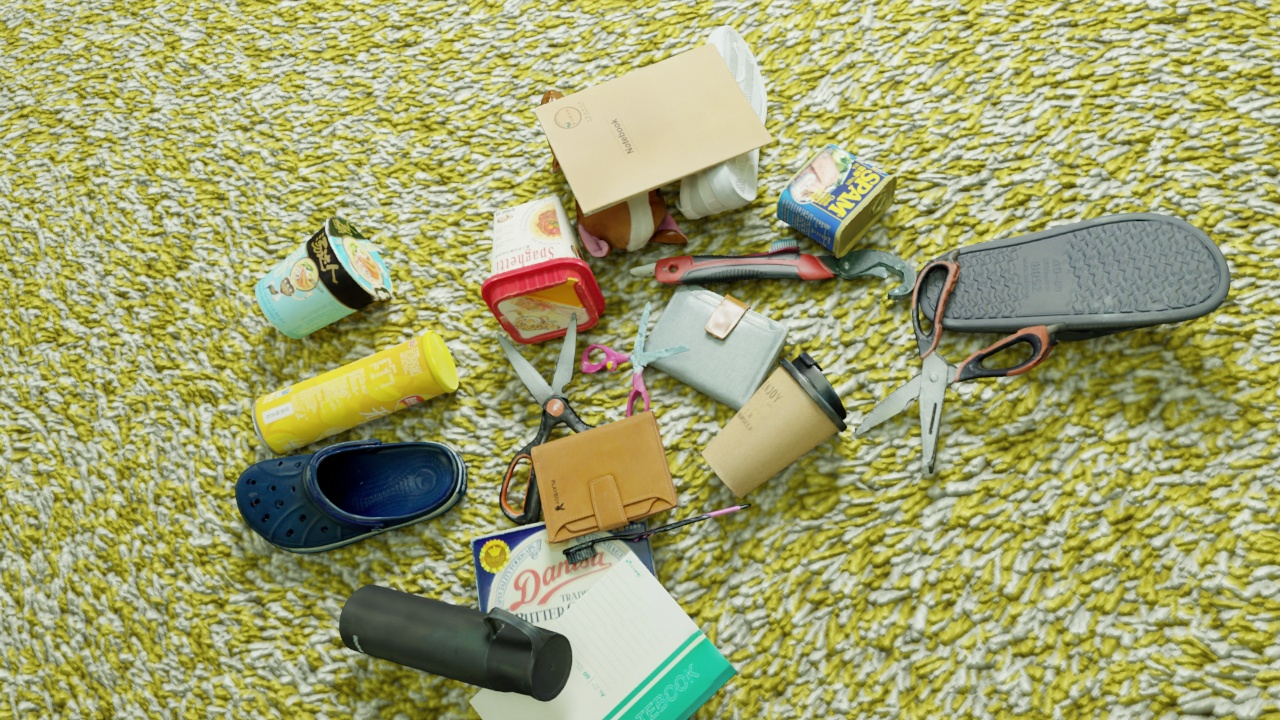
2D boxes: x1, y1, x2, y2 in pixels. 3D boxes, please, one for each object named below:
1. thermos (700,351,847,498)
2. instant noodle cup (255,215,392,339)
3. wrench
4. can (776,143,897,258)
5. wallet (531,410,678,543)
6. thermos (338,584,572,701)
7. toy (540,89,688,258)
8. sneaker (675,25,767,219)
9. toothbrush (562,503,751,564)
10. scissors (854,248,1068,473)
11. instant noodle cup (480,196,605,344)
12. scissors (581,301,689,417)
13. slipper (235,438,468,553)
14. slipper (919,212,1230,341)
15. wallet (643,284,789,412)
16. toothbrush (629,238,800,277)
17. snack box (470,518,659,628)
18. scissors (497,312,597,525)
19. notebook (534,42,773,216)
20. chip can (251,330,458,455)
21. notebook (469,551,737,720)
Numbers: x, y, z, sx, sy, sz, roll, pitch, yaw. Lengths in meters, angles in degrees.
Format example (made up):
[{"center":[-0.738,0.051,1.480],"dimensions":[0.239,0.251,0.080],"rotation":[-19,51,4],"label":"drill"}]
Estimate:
[{"center":[0.132,0.066,0.901],"dimensions":[0.143,0.093,0.093],"rotation":[-41,70,5],"label":"thermos"},{"center":[-0.362,-0.085,1.037],"dimensions":[0.120,0.111,0.111],"rotation":[-31,70,9],"label":"instant noodle cup"},{"center":[0.151,-0.094,0.969],"dimensions":[0.273,0.016,0.056],"rotation":[3,64,7],"label":"wrench"},{"center":[0.204,-0.170,0.963],"dimensions":[0.083,0.057,0.102],"rotation":[37,70,23],"label":"can"},{"center":[-0.036,0.115,0.903],"dimensions":[0.132,0.031,0.107],"rotation":[-17,63,6],"label":"wallet"},{"center":[-0.180,0.254,0.863],"dimensions":[0.243,0.090,0.068],"rotation":[0,28,33],"label":"thermos"},{"center":[-0.030,-0.205,1.001],"dimensions":[0.140,0.131,0.199],"rotation":[-13,77,-19],"label":"toy"},{"center":[0.079,-0.259,1.015],"dimensions":[0.091,0.089,0.241],"rotation":[-19,54,38],"label":"sneaker"},{"center":[0.016,0.166,0.884],"dimensions":[0.189,0.014,0.017],"rotation":[-15,82,4],"label":"toothbrush"},{"center":[0.294,-0.002,0.893],"dimensions":[0.223,0.015,0.188],"rotation":[-33,61,21],"label":"scissors"},{"center":[-0.108,-0.100,0.988],"dimensions":[0.116,0.117,0.124],"rotation":[-14,60,6],"label":"instant noodle cup"},{"center":[-0.005,0.007,0.962],"dimensions":[0.134,0.017,0.134],"rotation":[-13,82,30],"label":"scissors"},{"center":[-0.310,0.139,0.962],"dimensions":[0.253,0.095,0.105],"rotation":[-8,69,5],"label":"slipper"},{"center":[0.414,-0.073,0.894],"dimensions":[0.269,0.083,0.110],"rotation":[-4,74,30],"label":"slipper"},{"center":[0.077,-0.019,0.961],"dimensions":[0.130,0.037,0.106],"rotation":[28,82,19],"label":"wallet"},{"center":[0.079,-0.112,1.000],"dimensions":[0.188,0.016,0.017],"rotation":[-8,64,9],"label":"toothbrush"},{"center":[-0.068,0.246,0.905],"dimensions":[0.178,0.046,0.182],"rotation":[-14,72,6],"label":"snack box"},{"center":[-0.085,0.072,0.952],"dimensions":[0.221,0.021,0.232],"rotation":[33,92,8],"label":"scissors"},{"center":[0.011,-0.242,0.945],"dimensions":[0.207,0.008,0.147],"rotation":[-22,66,-6],"label":"notebook"},{"center":[-0.310,0.037,1.002],"dimensions":[0.213,0.072,0.072],"rotation":[-21,71,4],"label":"chip can"},{"center":[-0.036,0.304,0.853],"dimensions":[0.209,0.012,0.150],"rotation":[-43,74,-3],"label":"notebook"}]
